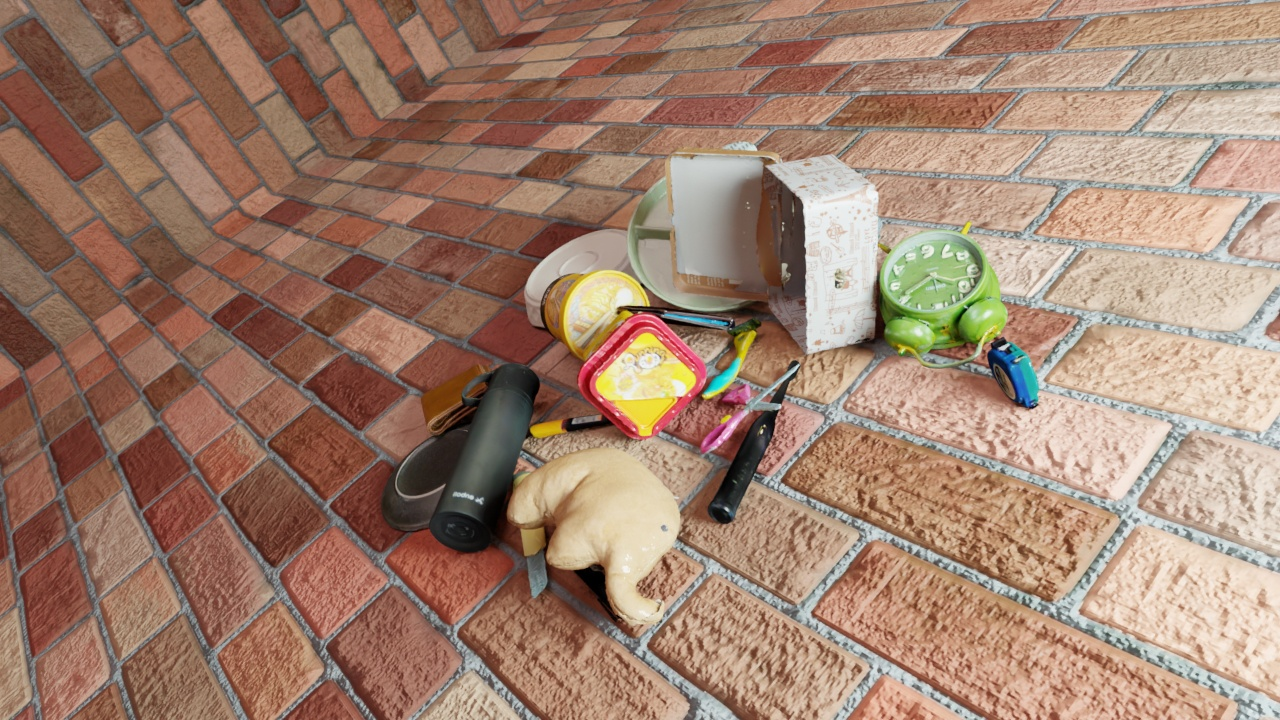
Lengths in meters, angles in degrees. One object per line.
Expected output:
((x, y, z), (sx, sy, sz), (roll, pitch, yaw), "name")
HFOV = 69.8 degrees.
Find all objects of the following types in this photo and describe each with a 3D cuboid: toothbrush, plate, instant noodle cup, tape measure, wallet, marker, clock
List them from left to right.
((-0.244, 0.131, 1.117), (0.180, 0.024, 0.179), (-21, 32, 14), "plate")
((-0.234, 0.042, 1.210), (0.119, 0.035, 0.130), (-29, 19, -8), "wallet")
((-0.073, 0.074, 1.069), (0.124, 0.015, 0.018), (-12, 37, 23), "marker")
((-0.081, -0.123, 1.325), (0.205, 0.045, 0.204), (-22, 32, 14), "plate")
((-0.048, 0.202, 0.862), (0.022, 0.020, 0.132), (-51, 36, -5), "marker")
((-0.064, -0.059, 1.161), (0.118, 0.118, 0.114), (-39, 24, -15), "instant noodle cup")
((-0.006, 0.006, 1.017), (0.116, 0.116, 0.123), (-46, 20, 4), "instant noodle cup")
((0.040, -0.052, 1.079), (0.096, 0.020, 0.122), (5, 3, -26), "wallet")
((0.097, -0.158, 1.156), (0.230, 0.027, 0.229), (-6, 64, 11), "plate")
((0.118, 0.073, 0.907), (0.026, 0.027, 0.212), (30, 52, 4), "toothbrush")
((0.293, -0.060, 0.901), (0.116, 0.056, 0.161), (-14, 54, 19), "clock")
((0.326, 0.009, 0.799), (0.025, 0.058, 0.054), (-26, 28, 6), "tape measure")

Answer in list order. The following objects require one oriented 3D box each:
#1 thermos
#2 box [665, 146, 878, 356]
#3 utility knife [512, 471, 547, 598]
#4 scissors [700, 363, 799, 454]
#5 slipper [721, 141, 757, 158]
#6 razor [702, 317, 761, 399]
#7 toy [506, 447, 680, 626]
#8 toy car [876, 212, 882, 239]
((-0.182, 0.102, 1.050), (0.090, 0.069, 0.241), (5, 40, 5), "thermos")
((0.146, -0.132, 0.999), (0.132, 0.179, 0.272), (-28, 37, -32), "box")
((-0.116, 0.173, 0.958), (0.031, 0.021, 0.208), (-30, 25, 4), "utility knife")
((0.110, 0.044, 0.932), (0.133, 0.017, 0.131), (-42, 13, 17), "scissors")
((0.091, -0.190, 1.249), (0.104, 0.074, 0.245), (15, 69, 54), "slipper")
((0.098, 0.003, 1.016), (0.043, 0.028, 0.132), (-21, 25, 41), "razor")
((-0.028, 0.154, 0.858), (0.143, 0.082, 0.226), (-31, 34, -20), "toy")
((0.262, -0.169, 1.123), (0.054, 0.037, 0.120), (-23, 22, 12), "toy car")
